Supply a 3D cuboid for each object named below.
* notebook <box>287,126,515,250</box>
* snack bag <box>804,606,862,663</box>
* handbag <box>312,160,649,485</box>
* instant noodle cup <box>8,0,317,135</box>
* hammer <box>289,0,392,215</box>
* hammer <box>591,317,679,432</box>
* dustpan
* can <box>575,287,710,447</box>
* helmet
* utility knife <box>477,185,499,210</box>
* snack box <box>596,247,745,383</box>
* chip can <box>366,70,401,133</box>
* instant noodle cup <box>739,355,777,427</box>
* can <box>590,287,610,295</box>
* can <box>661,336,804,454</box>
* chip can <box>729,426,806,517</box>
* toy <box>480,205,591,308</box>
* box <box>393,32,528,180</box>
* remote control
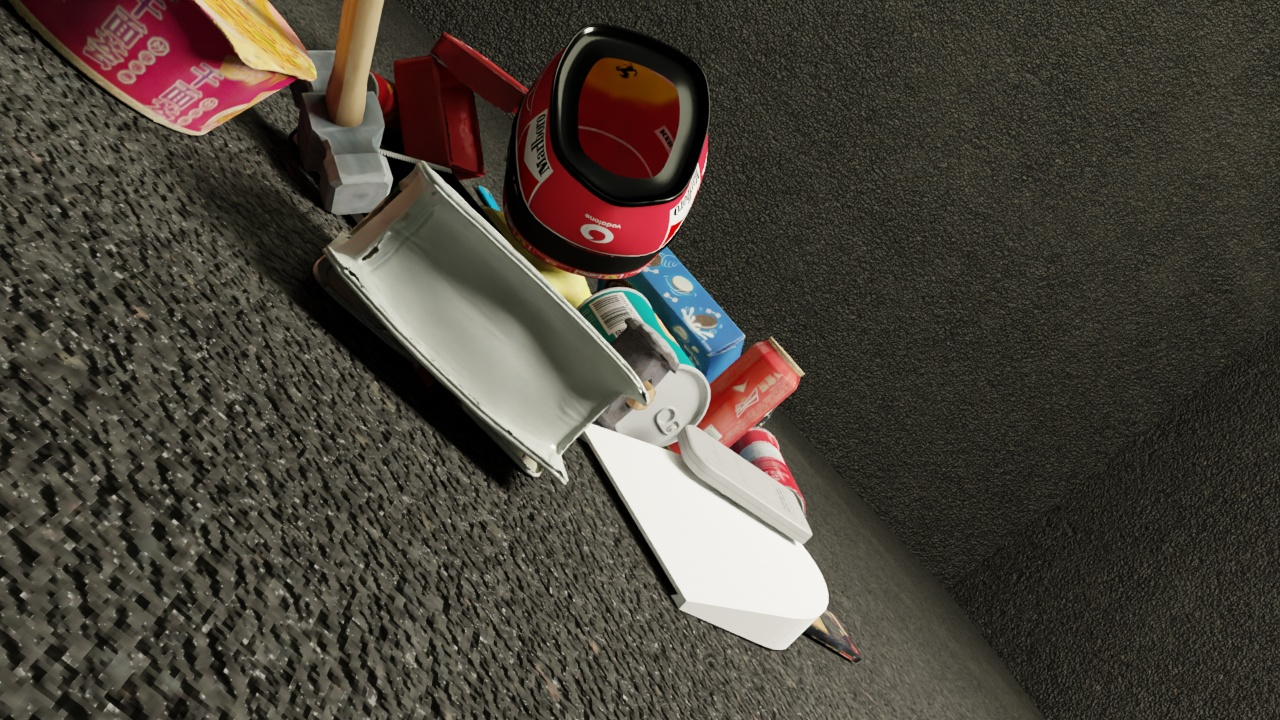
[{"bbox_3d":[-0.182,-0.123,0.776,0.149,0.016,0.206,50,18,13],"label":"notebook"},{"bbox_3d":[0.182,0.267,0.960,0.155,0.018,0.074,40,11,-45],"label":"snack bag"},{"bbox_3d":[-0.101,-0.022,0.575,0.198,0.096,0.142,45,-6,-16],"label":"handbag"},{"bbox_3d":[-0.285,-0.207,0.532,0.178,0.078,0.178,48,7,-9],"label":"instant noodle cup"},{"bbox_3d":[-0.167,-0.224,0.558,0.051,0.324,0.117,-11,69,-29],"label":"hammer"},{"bbox_3d":[-0.097,-0.060,0.877,0.328,0.098,0.052,43,-5,31],"label":"hammer"},{"bbox_3d":[0.058,0.164,0.795,0.257,0.053,0.191,24,23,-45],"label":"dustpan"},{"bbox_3d":[-0.005,0.005,0.926,0.099,0.099,0.144,41,10,-42],"label":"can"},{"bbox_3d":[-0.040,-0.194,0.936,0.197,0.225,0.270,17,58,-12],"label":"helmet"},{"bbox_3d":[-0.179,-0.179,1.220,0.031,0.015,0.224,34,17,-45],"label":"utility knife"},{"bbox_3d":[0.029,-0.041,1.164,0.239,0.056,0.196,52,-24,27],"label":"snack box"},{"bbox_3d":[-0.283,-0.287,1.037,0.052,0.052,0.214,48,8,-3],"label":"chip can"},{"bbox_3d":[0.139,0.051,1.444,0.112,0.137,0.137,43,4,28],"label":"instant noodle cup"},{"bbox_3d":[-0.025,-0.029,1.095,0.072,0.072,0.128,41,10,-39],"label":"can"},{"bbox_3d":[0.096,0.050,1.000,0.067,0.170,0.067,46,9,-10],"label":"can"},{"bbox_3d":[0.168,0.158,1.233,0.073,0.073,0.232,46,8,-10],"label":"chip can"},{"bbox_3d":[-0.114,-0.106,1.022,0.154,0.065,0.170,34,15,-41],"label":"toy"},{"bbox_3d":[-0.210,-0.277,1.048,0.147,0.156,0.157,42,10,0],"label":"box"},{"bbox_3d":[0.096,0.116,0.871,0.151,0.019,0.074,35,17,-21],"label":"remote control"}]
